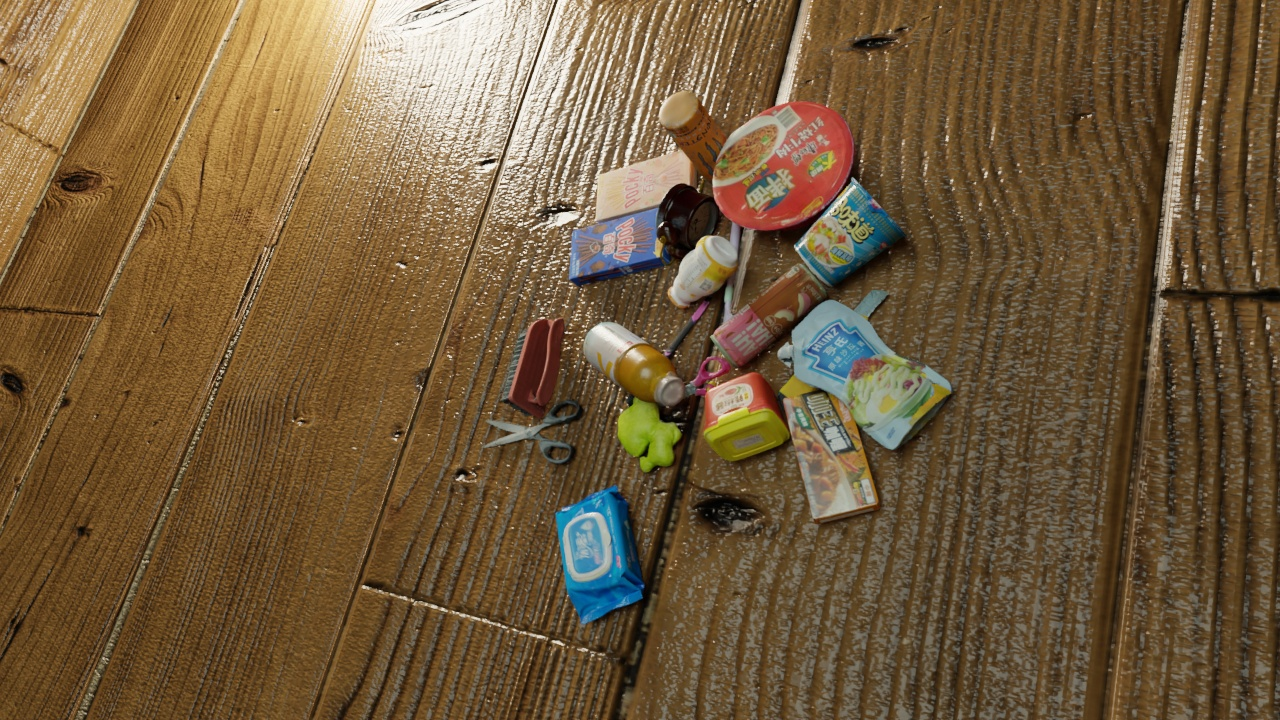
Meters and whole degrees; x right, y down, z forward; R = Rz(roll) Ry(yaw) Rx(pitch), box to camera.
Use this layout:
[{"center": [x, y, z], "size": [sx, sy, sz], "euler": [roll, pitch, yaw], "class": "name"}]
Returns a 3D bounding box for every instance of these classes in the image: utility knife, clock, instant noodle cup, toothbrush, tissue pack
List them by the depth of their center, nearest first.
[{"center": [0.233, -0.013, 1.114], "size": [0.033, 0.015, 0.193], "euler": [41, 92, 16], "class": "utility knife"}, {"center": [0.251, -0.151, 1.124], "size": [0.110, 0.099, 0.099], "euler": [-42, 53, 17], "class": "instant noodle cup"}, {"center": [-0.053, 0.240, 1.146], "size": [0.095, 0.052, 0.157], "euler": [-25, 58, 19], "class": "tissue pack"}, {"center": [0.195, -0.244, 1.212], "size": [0.194, 0.066, 0.193], "euler": [-12, 64, 26], "class": "instant noodle cup"}, {"center": [0.126, -0.127, 1.228], "size": [0.029, 0.021, 0.188], "euler": [-30, 48, 55], "class": "toothbrush"}, {"center": [0.039, -0.014, 1.230], "size": [0.014, 0.018, 0.189], "euler": [33, 86, 43], "class": "toothbrush"}, {"center": [0.059, -0.185, 1.256], "size": [0.055, 0.082, 0.122], "euler": [28, 82, 30], "class": "clock"}]

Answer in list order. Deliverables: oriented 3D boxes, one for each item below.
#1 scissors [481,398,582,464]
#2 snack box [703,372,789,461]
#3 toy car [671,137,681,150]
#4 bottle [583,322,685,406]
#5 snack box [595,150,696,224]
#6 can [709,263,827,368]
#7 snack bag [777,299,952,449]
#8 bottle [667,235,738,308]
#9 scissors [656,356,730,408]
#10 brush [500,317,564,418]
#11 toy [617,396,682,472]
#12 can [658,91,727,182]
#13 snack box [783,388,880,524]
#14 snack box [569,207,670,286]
[{"center": [-0.151, 0.102, 1.292], "size": [0.159, 0.014, 0.170], "euler": [-44, 52, 7], "class": "scissors"}, {"center": [0.125, 0.067, 1.108], "size": [0.091, 0.082, 0.080], "euler": [-23, 45, 19], "class": "snack box"}, {"center": [0.069, -0.346, 1.352], "size": [0.042, 0.035, 0.090], "euler": [-17, 55, 22], "class": "toy car"}, {"center": [-0.007, 0.007, 1.190], "size": [0.068, 0.068, 0.189], "euler": [-54, 38, -1], "class": "bottle"}, {"center": [0.008, -0.252, 1.350], "size": [0.158, 0.026, 0.084], "euler": [-11, 63, 26], "class": "snack box"}, {"center": [0.161, -0.056, 1.150], "size": [0.147, 0.058, 0.058], "euler": [-40, 54, 9], "class": "can"}, {"center": [0.253, 0.011, 1.059], "size": [0.110, 0.039, 0.191], "euler": [-45, 61, -4], "class": "snack bag"}, {"center": [0.079, -0.114, 1.211], "size": [0.109, 0.063, 0.063], "euler": [-46, 48, 40], "class": "bottle"}, {"center": [0.061, 0.029, 1.174], "size": [0.138, 0.077, 0.017], "euler": [-6, 23, 31], "class": "scissors"}, {"center": [-0.143, 0.004, 1.295], "size": [0.069, 0.063, 0.145], "euler": [-15, 51, 38], "class": "brush"}, {"center": [0.007, 0.095, 1.190], "size": [0.100, 0.031, 0.096], "euler": [10, 76, 33], "class": "toy"}, {"center": [0.082, -0.303, 1.254], "size": [0.058, 0.146, 0.058], "euler": [-13, 63, 25], "class": "can"}, {"center": [0.218, 0.106, 1.055], "size": [0.075, 0.026, 0.153], "euler": [-16, 61, 12], "class": "snack box"}, {"center": [-0.030, -0.165, 1.333], "size": [0.157, 0.026, 0.084], "euler": [-11, 63, 26], "class": "snack box"}]
